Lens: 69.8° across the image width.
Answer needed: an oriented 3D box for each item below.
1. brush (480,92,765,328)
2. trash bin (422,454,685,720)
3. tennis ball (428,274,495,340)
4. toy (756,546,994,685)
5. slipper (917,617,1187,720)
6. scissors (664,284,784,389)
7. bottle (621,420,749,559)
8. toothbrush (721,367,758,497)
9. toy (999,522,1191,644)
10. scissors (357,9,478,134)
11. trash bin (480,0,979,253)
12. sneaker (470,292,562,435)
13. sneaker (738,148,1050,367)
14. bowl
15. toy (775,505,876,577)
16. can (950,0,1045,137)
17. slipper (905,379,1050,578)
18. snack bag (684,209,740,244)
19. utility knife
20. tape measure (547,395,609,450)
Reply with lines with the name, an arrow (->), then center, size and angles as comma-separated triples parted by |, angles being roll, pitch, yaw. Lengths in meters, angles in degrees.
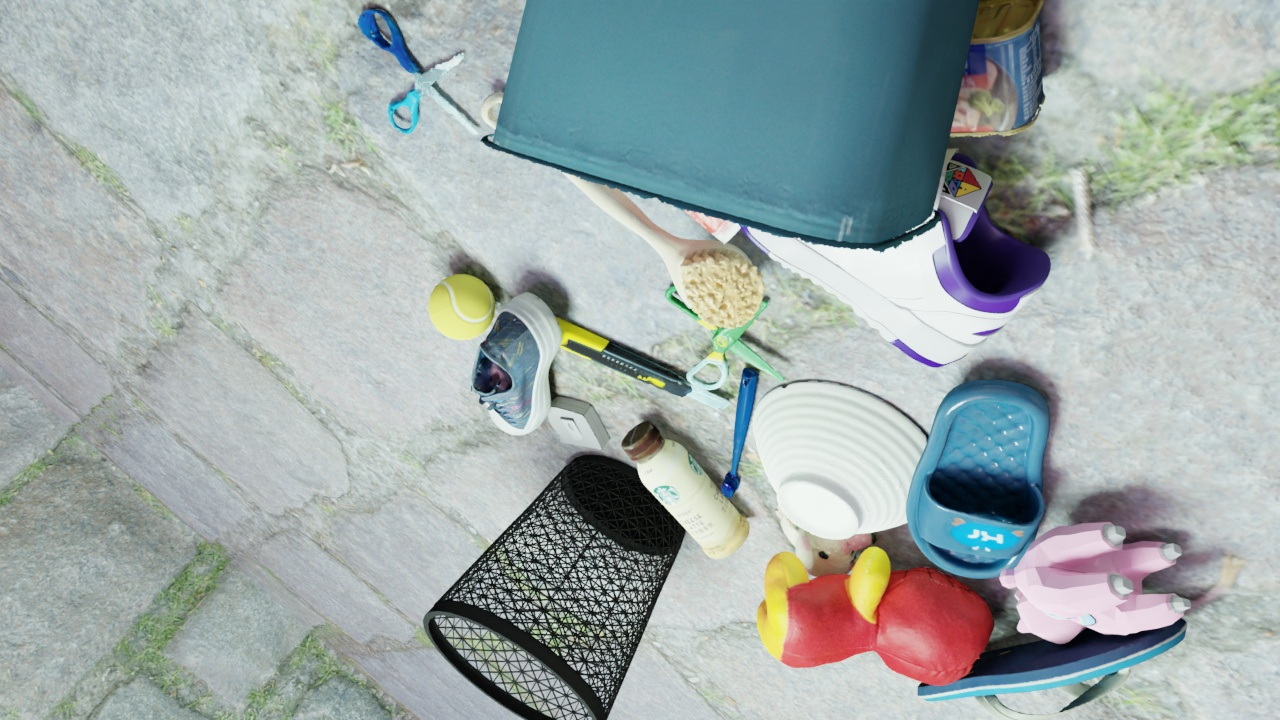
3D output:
brush -> -0.017, -0.121, 0.710 | 0.272, 0.062, 0.077 | 38, -177, 5
trash bin -> -0.076, 0.248, 1.015 | 0.217, 0.242, 0.217 | 23, 143, 18
tennis ball -> -0.177, -0.053, 0.910 | 0.065, 0.065, 0.065 | 23, 143, 18
toy -> 0.219, 0.244, 0.857 | 0.216, 0.098, 0.148 | 5, 143, 6
slipper -> 0.354, 0.286, 0.813 | 0.060, 0.118, 0.296 | 69, 153, 17
scissors -> 0.069, -0.017, 0.781 | 0.125, 0.011, 0.132 | 37, 137, 7
bottle -> 0.045, 0.132, 0.943 | 0.057, 0.056, 0.162 | -18, 118, 49
toothbrush -> 0.093, 0.074, 0.871 | 0.016, 0.017, 0.190 | 22, 142, 17
toy -> 0.344, 0.181, 0.727 | 0.123, 0.067, 0.158 | 18, 150, -18
scissors -> -0.187, -0.234, 0.757 | 0.128, 0.014, 0.133 | -8, 125, 44
trash bin -> 0.062, -0.185, 0.411 | 0.197, 0.198, 0.219 | 20, 112, 21
sneaker -> -0.140, 0.019, 0.930 | 0.087, 0.079, 0.236 | 44, 151, 12
sneaker -> 0.150, -0.099, 0.568 | 0.244, 0.091, 0.111 | 38, 145, -10
bowl -> 0.166, 0.106, 0.800 | 0.177, 0.070, 0.178 | 23, 143, 18
toy -> 0.178, 0.181, 0.900 | 0.112, 0.050, 0.087 | 12, 139, 23
can -> 0.169, -0.162, 0.508 | 0.100, 0.053, 0.059 | 9, 138, 34
slipper -> 0.261, 0.102, 0.713 | 0.104, 0.059, 0.214 | 3, 131, 16
snack bag -> 0.041, -0.143, 0.650 | 0.116, 0.036, 0.077 | 39, 144, -4
utility knife -> -0.005, 0.005, 0.875 | 0.203, 0.020, 0.029 | 23, 144, 17
tape measure -> -0.071, 0.069, 1.000 | 0.060, 0.020, 0.062 | 6, 135, 36
